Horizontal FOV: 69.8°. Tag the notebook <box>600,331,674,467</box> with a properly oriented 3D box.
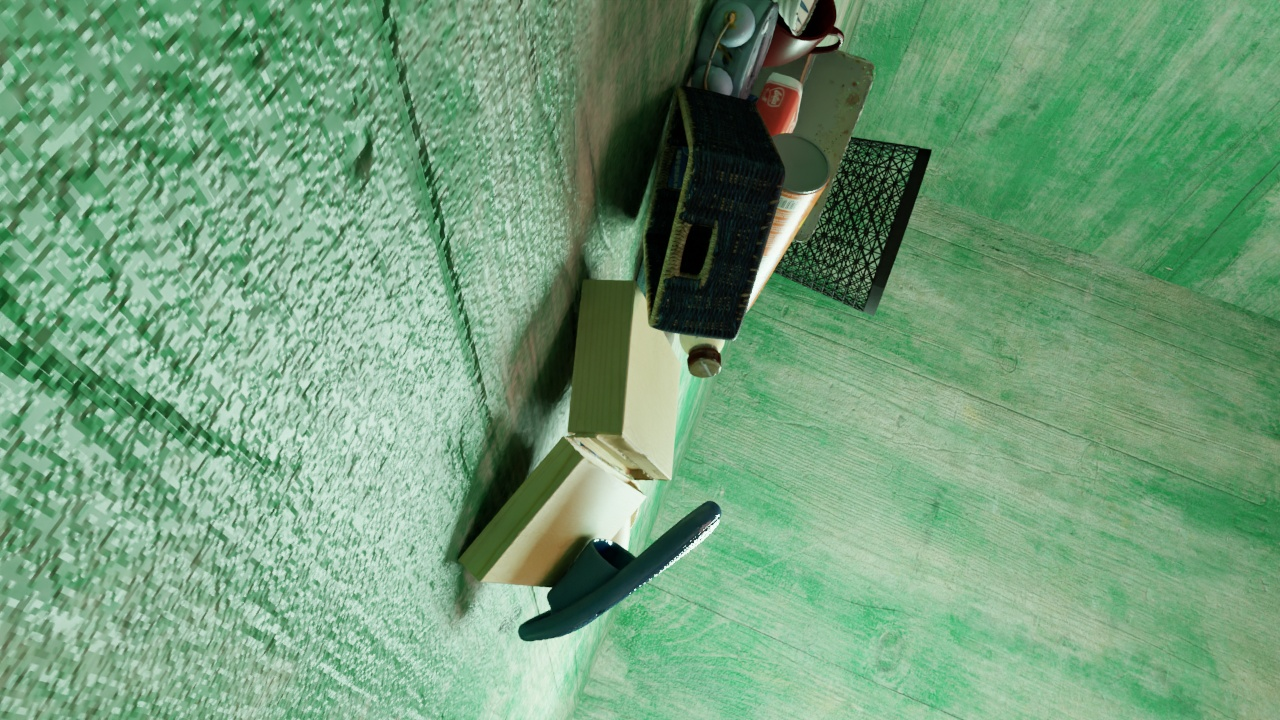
[{"bbox_3d":[-0.006,0.007,1.038,0.190,0.034,0.214,97,17,-59],"label":"notebook"}]

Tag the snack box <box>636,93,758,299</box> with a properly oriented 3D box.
[{"bbox_3d":[0.053,-0.158,0.913,0.059,0.059,0.227,-44,155,-62],"label":"snack box"}]

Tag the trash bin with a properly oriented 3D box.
[{"bbox_3d":[0.218,-0.198,1.185,0.217,0.243,0.217,20,89,-78],"label":"trash bin"}]

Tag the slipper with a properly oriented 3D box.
[{"bbox_3d":[-0.021,0.186,0.833,0.214,0.059,0.104,-34,167,2],"label":"slipper"}]

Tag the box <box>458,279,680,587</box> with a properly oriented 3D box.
[{"bbox_3d":[-0.036,0.083,0.801,0.260,0.097,0.247,-61,162,-8],"label":"box"}]

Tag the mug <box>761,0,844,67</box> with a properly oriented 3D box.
[{"bbox_3d":[0.153,-0.338,0.945,0.089,0.114,0.087,144,-43,-65],"label":"mug"}]

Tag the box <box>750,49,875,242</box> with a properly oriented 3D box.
[{"bbox_3d":[0.167,-0.261,1.070,0.042,0.148,0.216,-18,130,-62],"label":"box"}]

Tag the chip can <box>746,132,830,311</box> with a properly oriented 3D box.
[{"bbox_3d":[0.106,-0.116,0.843,0.211,0.062,0.062,114,2,-61],"label":"chip can"}]

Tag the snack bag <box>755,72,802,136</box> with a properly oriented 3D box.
[{"bbox_3d":[0.115,-0.204,0.867,0.077,0.036,0.115,85,29,-68],"label":"snack bag"}]

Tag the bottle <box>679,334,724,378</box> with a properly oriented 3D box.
[{"bbox_3d":[0.074,-0.055,1.130,0.057,0.056,0.161,101,-9,-54],"label":"bottle"}]

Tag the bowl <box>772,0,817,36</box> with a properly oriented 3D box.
[{"bbox_3d":[0.141,-0.392,0.824,0.177,0.071,0.177,24,88,-83],"label":"bowl"}]

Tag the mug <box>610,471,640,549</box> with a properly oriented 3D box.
[{"bbox_3d":[-0.041,0.173,1.031,0.111,0.085,0.104,-18,123,-46],"label":"mug"}]

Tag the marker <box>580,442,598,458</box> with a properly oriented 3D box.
[{"bbox_3d":[-0.051,0.124,0.959,0.015,0.018,0.123,-147,-129,-68],"label":"marker"}]

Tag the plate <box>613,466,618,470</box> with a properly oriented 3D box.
[{"bbox_3d":[-0.010,0.067,1.234,0.172,0.019,0.173,23,88,-82],"label":"plate"}]

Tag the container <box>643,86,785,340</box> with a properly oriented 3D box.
[{"bbox_3d":[0.053,-0.121,0.730,0.187,0.071,0.145,-92,-166,-59],"label":"container"}]

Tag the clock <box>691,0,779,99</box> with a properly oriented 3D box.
[{"bbox_3d":[0.080,-0.273,0.802,0.124,0.052,0.089,-56,167,-54],"label":"clock"}]
